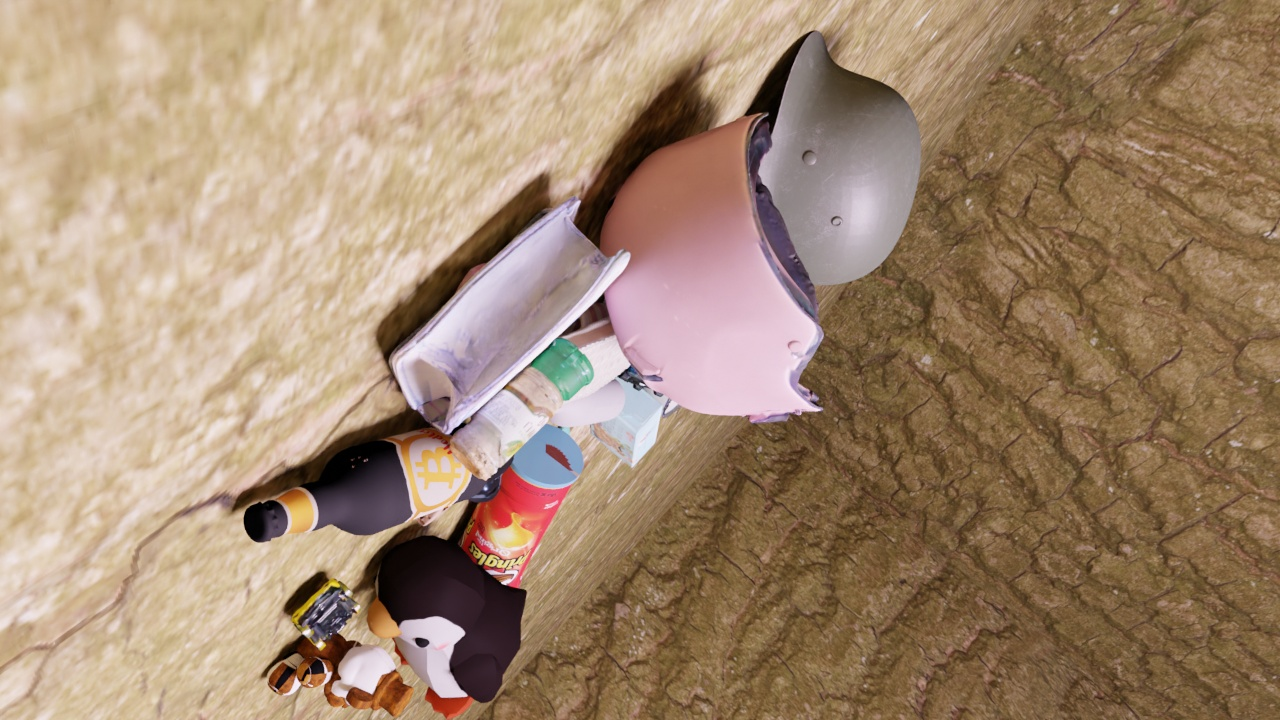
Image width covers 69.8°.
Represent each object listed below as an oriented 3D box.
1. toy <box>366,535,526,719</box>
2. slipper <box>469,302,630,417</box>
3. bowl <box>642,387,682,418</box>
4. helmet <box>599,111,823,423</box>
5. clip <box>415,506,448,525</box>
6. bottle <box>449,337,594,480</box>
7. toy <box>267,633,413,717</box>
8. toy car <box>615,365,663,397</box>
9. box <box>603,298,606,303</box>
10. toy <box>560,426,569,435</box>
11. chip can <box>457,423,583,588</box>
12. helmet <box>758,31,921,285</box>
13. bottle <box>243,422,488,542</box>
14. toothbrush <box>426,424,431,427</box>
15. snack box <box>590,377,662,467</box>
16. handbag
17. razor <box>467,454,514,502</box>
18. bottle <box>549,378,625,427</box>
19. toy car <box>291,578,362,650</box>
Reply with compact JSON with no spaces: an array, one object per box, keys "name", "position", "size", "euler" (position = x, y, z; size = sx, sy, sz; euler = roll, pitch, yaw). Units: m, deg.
[{"name":"toy","position":[-0.182,0.229,0.873],"size":[0.140,0.159,0.184],"euler":[-36,146,-19]},{"name":"slipper","position":[-0.063,-0.004,0.785],"size":[0.115,0.052,0.262],"euler":[-49,168,27]},{"name":"bowl","position":[0.053,-0.005,1.190],"size":[0.153,0.073,0.153],"euler":[-48,169,-13]},{"name":"helmet","position":[0.052,-0.056,0.716],"size":[0.152,0.230,0.255],"euler":[-15,172,7]},{"name":"clip","position":[-0.187,0.129,0.816],"size":[0.049,0.026,0.061],"euler":[-40,175,-5]},{"name":"bottle","position":[-0.082,0.033,0.640],"size":[0.110,0.043,0.043],"euler":[-45,167,-22]},{"name":"toy","position":[-0.254,0.274,0.798],"size":[0.067,0.112,0.087],"euler":[-63,167,2]},{"name":"toy car","position":[-0.006,0.006,0.960],"size":[0.043,0.056,0.120],"euler":[-64,-164,-3]},{"name":"box","position":[0.037,-0.090,0.946],"size":[0.196,0.044,0.136],"euler":[-43,168,-18]},{"name":"toy","position":[-0.116,0.121,1.047],"size":[0.105,0.033,0.085],"euler":[-41,151,-48]},{"name":"chip can","position":[-0.136,0.165,0.965],"size":[0.086,0.087,0.214],"euler":[-37,161,-51]},{"name":"helmet","position":[0.191,-0.178,0.901],"size":[0.226,0.154,0.268],"euler":[-52,151,-45]},{"name":"bottle","position":[-0.177,0.084,0.605],"size":[0.059,0.059,0.181],"euler":[-56,160,23]},{"name":"toothbrush","position":[-0.141,0.033,0.701],"size":[0.135,0.017,0.021],"euler":[-51,163,-2]},{"name":"snack box","position":[-0.020,0.076,1.158],"size":[0.053,0.075,0.175],"euler":[-48,169,-16]},{"name":"handbag","position":[-0.089,-0.027,0.602],"size":[0.158,0.069,0.127],"euler":[-47,-177,-16]},{"name":"razor","position":[-0.129,0.087,0.746],"size":[0.052,0.064,0.141],"euler":[-39,-173,-22]},{"name":"bottle","position":[-0.065,0.040,0.924],"size":[0.052,0.052,0.195],"euler":[-53,169,8]},{"name":"toy car","position":[-0.259,0.205,0.752],"size":[0.049,0.030,0.107],"euler":[-44,169,-26]}]
